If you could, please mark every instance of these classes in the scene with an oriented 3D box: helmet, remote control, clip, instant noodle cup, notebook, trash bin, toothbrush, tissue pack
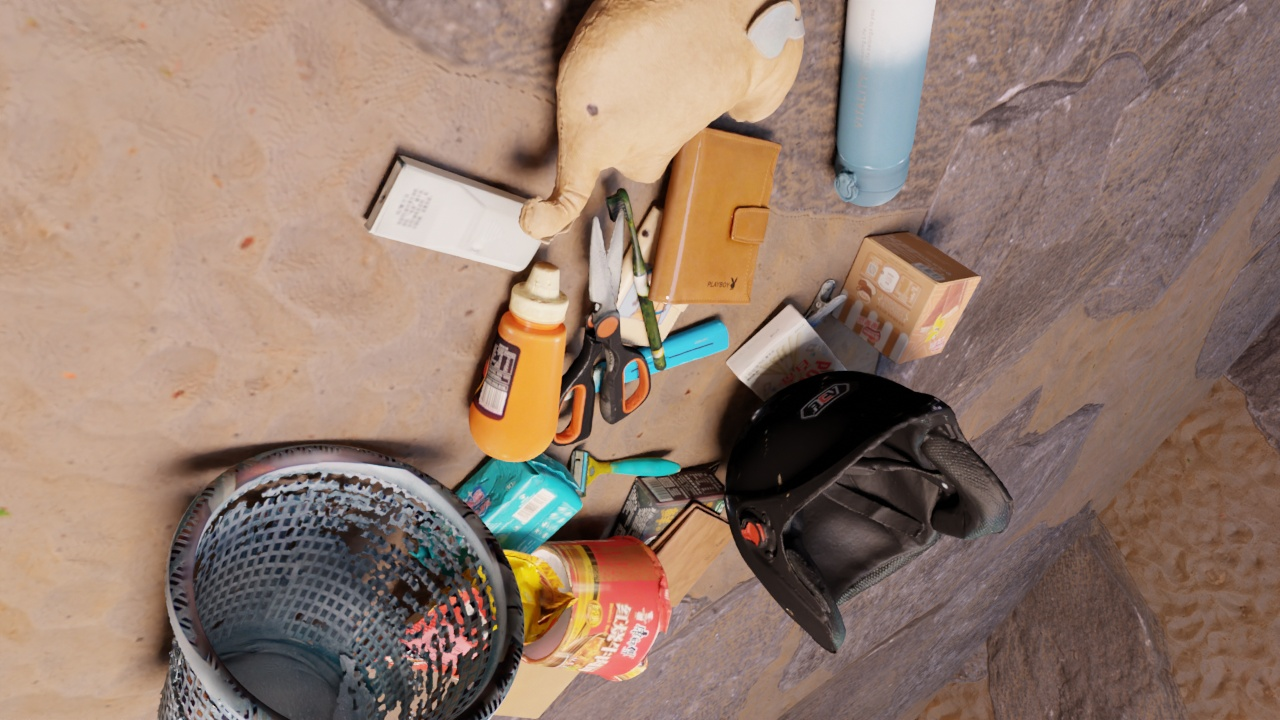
[{"bbox_3d":[0.191,0.121,0.872,0.233,0.230,0.275,-30,137,-18],"label":"helmet"},{"bbox_3d":[-0.110,-0.089,0.580,0.124,0.024,0.049,11,117,-49],"label":"remote control"},{"bbox_3d":[0.181,-0.051,0.912,0.024,0.026,0.056,4,131,-41],"label":"clip"},{"bbox_3d":[-0.059,0.228,0.862,0.108,0.138,0.138,17,113,-41],"label":"instant noodle cup"},{"bbox_3d":[-0.089,0.319,1.017,0.208,0.008,0.147,-48,145,4],"label":"notebook"},{"bbox_3d":[-0.223,0.203,0.619,0.226,0.226,0.196,2,136,-46],"label":"trash bin"},{"bbox_3d":[-0.001,-0.054,0.699,0.017,0.012,0.186,-30,139,-14],"label":"toothbrush"},{"bbox_3d":[-0.119,0.133,0.767,0.133,0.050,0.093,-43,146,-1],"label":"tissue pack"}]

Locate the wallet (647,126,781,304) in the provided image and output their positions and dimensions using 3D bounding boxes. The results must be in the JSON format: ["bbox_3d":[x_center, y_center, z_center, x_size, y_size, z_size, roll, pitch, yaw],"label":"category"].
[{"bbox_3d":[0.058,-0.107,0.696,0.107,0.031,0.132,-2,109,-45],"label":"wallet"}]

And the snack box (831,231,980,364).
[{"bbox_3d":[0.264,-0.064,0.918,0.076,0.093,0.095,-12,132,-38],"label":"snack box"}]

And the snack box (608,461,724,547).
[{"bbox_3d":[0.032,0.169,0.960,0.125,0.053,0.113,-1,126,-38],"label":"snack box"}]

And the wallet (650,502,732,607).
[{"bbox_3d":[0.042,0.201,0.941,0.115,0.020,0.101,-49,142,6],"label":"wallet"}]

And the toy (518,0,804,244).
[{"bbox_3d":[0.003,-0.168,0.567,0.225,0.082,0.143,-35,135,-10],"label":"toy"}]

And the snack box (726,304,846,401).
[{"bbox_3d":[0.152,0.008,0.929,0.085,0.027,0.156,-43,144,7],"label":"snack box"}]

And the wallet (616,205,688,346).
[{"bbox_3d":[0.013,-0.063,0.732,0.087,0.024,0.115,11,116,-44],"label":"wallet"}]

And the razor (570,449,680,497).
[{"bbox_3d":[-0.013,0.102,0.861,0.132,0.028,0.043,2,92,-43],"label":"razor"}]

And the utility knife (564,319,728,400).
[{"bbox_3d":[-0.005,0.005,0.784,0.202,0.018,0.034,-20,138,-29],"label":"utility knife"}]

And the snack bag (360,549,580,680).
[{"bbox_3d":[-0.148,0.232,0.773,0.128,0.073,0.208,12,142,-33],"label":"snack bag"}]

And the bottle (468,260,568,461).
[{"bbox_3d":[-0.083,-0.001,0.666,0.066,0.067,0.150,-7,122,-41],"label":"bottle"}]

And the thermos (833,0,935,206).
[{"bbox_3d":[0.187,-0.219,0.713,0.070,0.070,0.221,-30,142,-20],"label":"thermos"}]

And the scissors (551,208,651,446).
[{"bbox_3d":[-0.020,-0.025,0.705,0.160,0.021,0.234,-5,132,-45],"label":"scissors"}]
